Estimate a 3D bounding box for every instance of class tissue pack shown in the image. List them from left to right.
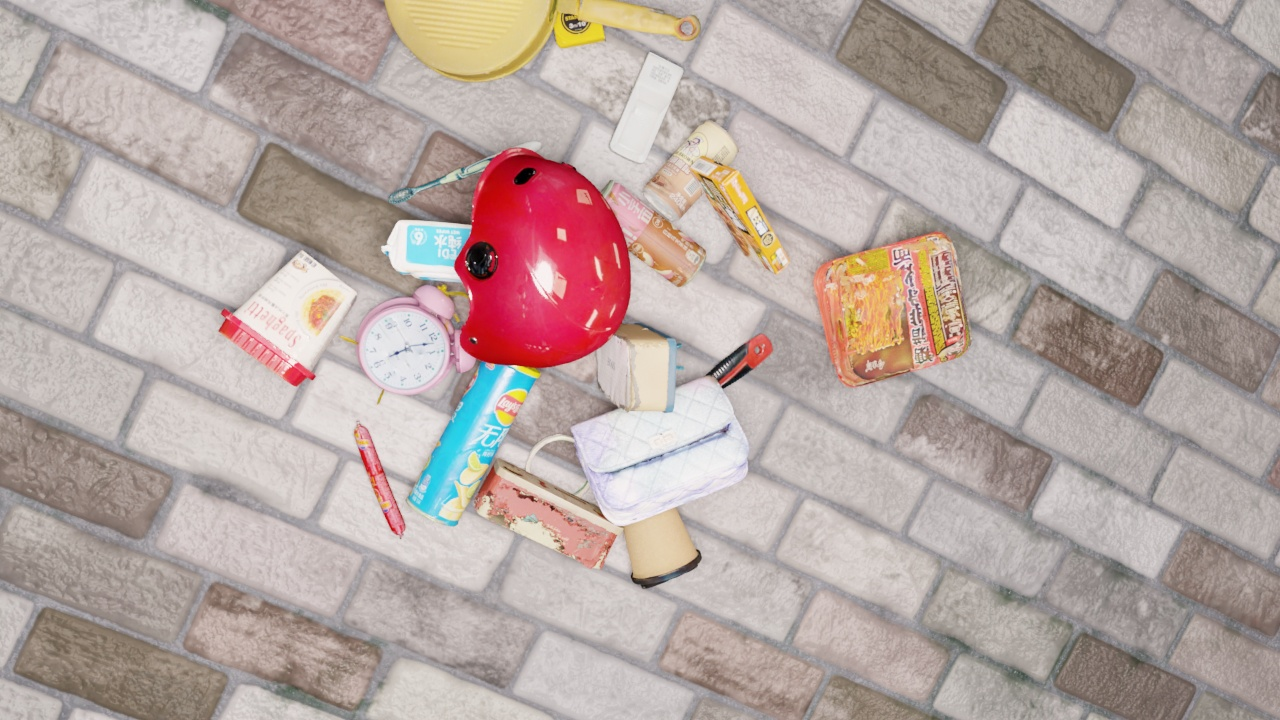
[{"bbox_3d":[-0.222,-0.122,1.052,0.140,0.090,0.063,3,92,-11],"label":"tissue pack"}]

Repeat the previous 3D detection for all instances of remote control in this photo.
[{"bbox_3d":[0.006,-0.301,1.102,0.049,0.024,0.125,22,92,-12],"label":"remote control"}]

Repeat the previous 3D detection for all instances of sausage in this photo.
[{"bbox_3d":[-0.316,0.145,1.107,0.020,0.020,0.156,-20,100,-7],"label":"sausage"}]

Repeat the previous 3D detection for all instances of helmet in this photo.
[{"bbox_3d":[-0.087,-0.103,0.996,0.144,0.206,0.240,13,111,29],"label":"helmet"}]

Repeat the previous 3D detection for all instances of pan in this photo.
[{"bbox_3d":[-0.109,-0.404,1.033,0.357,0.078,0.198,10,101,4],"label":"pan"}]

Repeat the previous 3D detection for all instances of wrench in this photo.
[{"bbox_3d":[0.053,0.051,1.154,0.273,0.016,0.056,-32,104,-8],"label":"wrench"}]

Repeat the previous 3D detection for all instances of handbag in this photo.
[{"bbox_3d":[0.027,0.103,1.087,0.193,0.076,0.134,-20,57,-11],"label":"handbag"}]

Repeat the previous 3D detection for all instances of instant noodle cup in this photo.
[{"bbox_3d":[-0.387,-0.048,1.028,0.116,0.117,0.124,40,77,-12],"label":"instant noodle cup"},{"bbox_3d":[0.310,-0.064,1.156,0.188,0.079,0.164,-15,99,-9],"label":"instant noodle cup"}]

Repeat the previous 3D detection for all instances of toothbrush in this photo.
[{"bbox_3d":[-0.206,-0.222,1.078,0.191,0.018,0.016,-22,100,-6],"label":"toothbrush"}]

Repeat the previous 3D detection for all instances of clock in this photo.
[{"bbox_3d":[-0.257,-0.023,1.074,0.158,0.060,0.117,-28,102,-7],"label":"clock"}]

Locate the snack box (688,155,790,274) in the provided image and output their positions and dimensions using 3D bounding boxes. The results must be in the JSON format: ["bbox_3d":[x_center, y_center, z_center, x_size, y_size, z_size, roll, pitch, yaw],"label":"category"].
[{"bbox_3d":[0.118,-0.171,1.081,0.026,0.075,0.154,-43,129,-5],"label":"snack box"}]

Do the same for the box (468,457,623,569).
[{"bbox_3d":[-0.114,0.190,1.094,0.168,0.091,0.076,28,88,-12],"label":"box"}]

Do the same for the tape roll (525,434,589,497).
[{"bbox_3d":[-0.100,0.135,1.145,0.085,0.014,0.086,-1,98,-10],"label":"tape roll"}]

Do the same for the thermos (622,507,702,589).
[{"bbox_3d":[0.016,0.211,1.141,0.093,0.093,0.143,-20,91,-7],"label":"thermos"}]

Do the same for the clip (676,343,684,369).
[{"bbox_3d":[0.028,-0.002,1.149,0.054,0.013,0.033,-7,97,-9],"label":"clip"}]

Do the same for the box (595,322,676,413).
[{"bbox_3d":[-0.006,0.006,1.058,0.059,0.184,0.090,-1,101,-16],"label":"box"}]

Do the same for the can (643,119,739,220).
[{"bbox_3d":[0.060,-0.227,1.102,0.058,0.058,0.116,42,89,-12],"label":"can"}]

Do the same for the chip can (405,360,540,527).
[{"bbox_3d":[-0.199,0.090,1.092,0.071,0.071,0.210,29,92,-12],"label":"chip can"}]

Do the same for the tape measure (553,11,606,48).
[{"bbox_3d":[-0.074,-0.395,1.072,0.060,0.029,0.057,-11,99,0],"label":"tape measure"}]

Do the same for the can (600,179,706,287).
[{"bbox_3d":[0.008,-0.151,1.104,0.147,0.058,0.058,36,90,-12],"label":"can"}]
